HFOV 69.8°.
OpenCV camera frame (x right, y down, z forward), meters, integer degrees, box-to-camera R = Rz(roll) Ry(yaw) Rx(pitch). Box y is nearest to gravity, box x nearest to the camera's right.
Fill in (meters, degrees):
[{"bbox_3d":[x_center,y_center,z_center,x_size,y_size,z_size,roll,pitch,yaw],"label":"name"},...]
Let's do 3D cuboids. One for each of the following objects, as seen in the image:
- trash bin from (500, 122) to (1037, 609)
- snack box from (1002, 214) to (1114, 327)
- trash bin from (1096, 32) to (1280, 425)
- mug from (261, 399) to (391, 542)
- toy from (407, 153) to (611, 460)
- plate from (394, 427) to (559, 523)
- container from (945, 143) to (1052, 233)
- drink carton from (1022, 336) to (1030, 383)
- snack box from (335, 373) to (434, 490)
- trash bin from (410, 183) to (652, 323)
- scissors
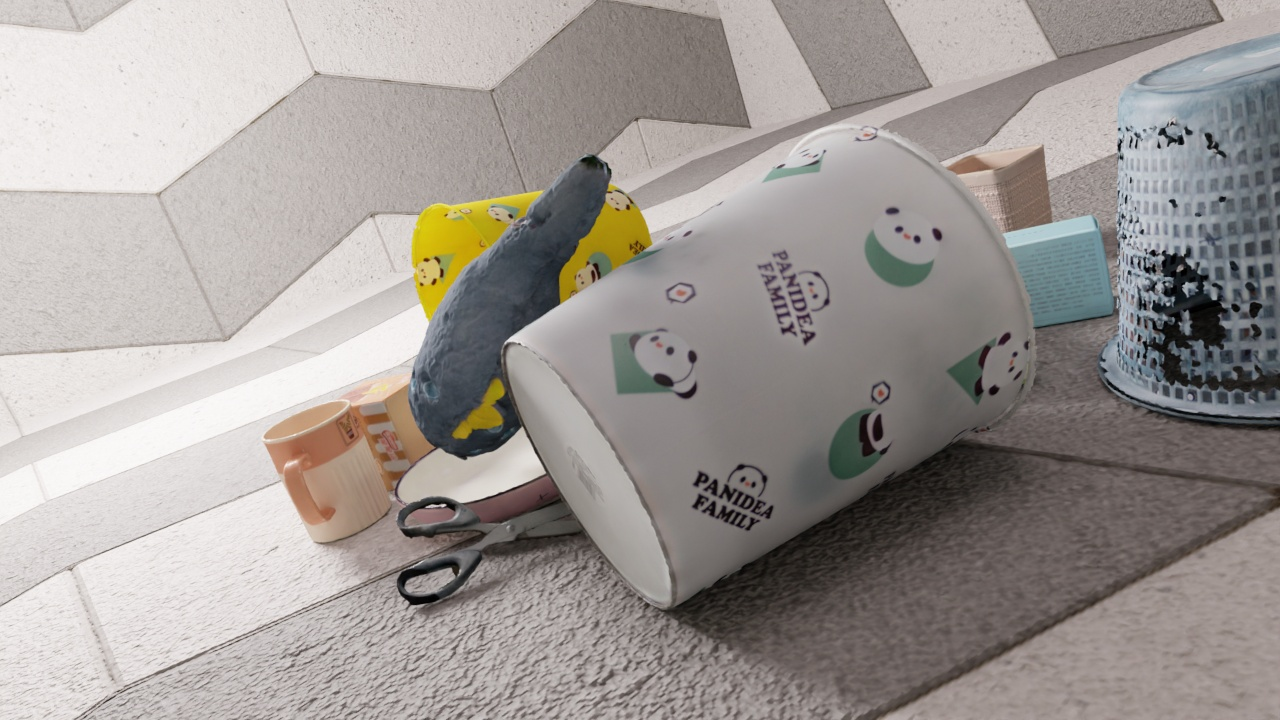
[{"bbox_3d":[0.067,0.007,0.574,0.251,0.229,0.230,-30,19,-20],"label":"trash bin"},{"bbox_3d":[0.305,-0.066,0.789,0.175,0.074,0.051,-10,19,26],"label":"snack box"},{"bbox_3d":[0.394,-0.094,0.571,0.227,0.195,0.226,-18,16,5],"label":"trash bin"},{"bbox_3d":[-0.283,0.104,0.822,0.082,0.106,0.114,-18,16,2],"label":"mug"},{"bbox_3d":[-0.106,-0.003,0.663,0.137,0.091,0.357,-57,0,-40],"label":"toy"},{"bbox_3d":[-0.114,0.093,0.793,0.192,0.039,0.192,-17,16,5],"label":"plate"},{"bbox_3d":[0.362,-0.150,0.937,0.089,0.111,0.090,-29,19,-33],"label":"container"},{"bbox_3d":[0.258,-0.014,0.721,0.053,0.045,0.122,-7,18,0],"label":"drink carton"},{"bbox_3d":[-0.250,0.071,0.918,0.095,0.093,0.076,-10,18,29],"label":"snack box"},{"bbox_3d":[-0.135,-0.122,1.221,0.254,0.230,0.230,-24,16,-36],"label":"trash bin"},{"bbox_3d":[-0.100,0.129,0.668,0.165,0.014,0.162,23,57,23],"label":"scissors"}]
